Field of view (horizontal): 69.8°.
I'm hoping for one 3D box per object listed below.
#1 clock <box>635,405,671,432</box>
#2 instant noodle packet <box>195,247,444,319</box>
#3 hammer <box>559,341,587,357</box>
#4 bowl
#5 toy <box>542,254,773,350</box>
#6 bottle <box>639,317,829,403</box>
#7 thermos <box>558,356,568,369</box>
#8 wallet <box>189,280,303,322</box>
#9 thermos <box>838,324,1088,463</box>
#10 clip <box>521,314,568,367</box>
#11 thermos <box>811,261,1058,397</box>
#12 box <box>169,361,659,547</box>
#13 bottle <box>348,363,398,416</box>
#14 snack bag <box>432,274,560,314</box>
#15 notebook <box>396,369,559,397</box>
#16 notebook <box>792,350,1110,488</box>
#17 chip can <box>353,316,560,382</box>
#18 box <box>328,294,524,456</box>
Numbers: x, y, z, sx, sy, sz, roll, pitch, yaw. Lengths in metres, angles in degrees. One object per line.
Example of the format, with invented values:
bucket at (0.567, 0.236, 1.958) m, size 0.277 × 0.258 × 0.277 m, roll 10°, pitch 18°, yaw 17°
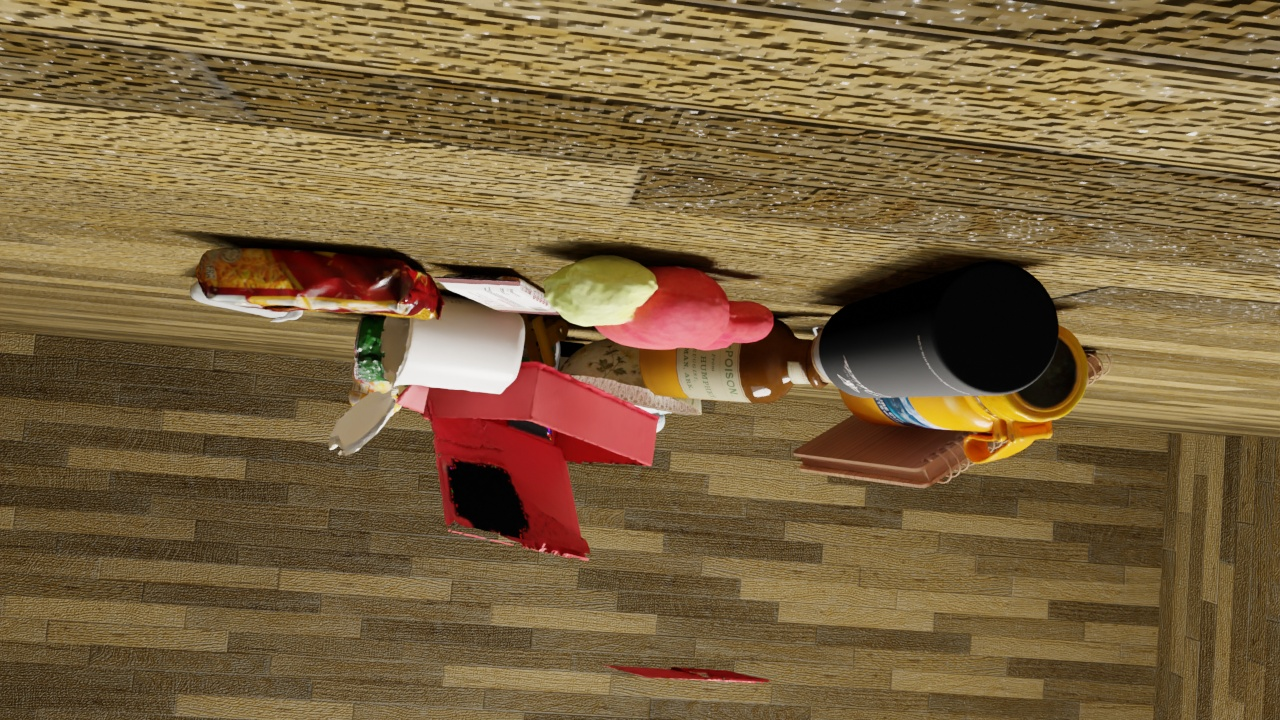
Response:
clock at (0.006, 0.031, 1.002) m, size 0.057 × 0.083 × 0.118 m, roll -12°, pitch 132°, yaw 4°
instant noodle packet at (-0.199, -0.047, 0.581) m, size 0.135 × 0.039 × 0.098 m, roll 3°, pitch 176°, yaw 1°
hammer at (-0.079, -0.012, 1.116) m, size 0.324 × 0.029 × 0.127 m, roll 5°, pitch 177°, yaw 9°
bowl at (-0.005, 0.005, 0.874) m, size 0.145 × 0.063 × 0.145 m, roll 13°, pitch 170°, yaw 2°
toy at (0.012, -0.029, 0.511) m, size 0.135 × 0.045 × 0.092 m, roll 12°, pitch 171°, yaw -30°
bottle at (0.081, -0.001, 0.707) m, size 0.157 × 0.068 × 0.067 m, roll 3°, pitch 176°, yaw 32°
thermos at (-0.075, 0.008, 1.216) m, size 0.224 × 0.052 × 0.052 m, roll 5°, pitch 177°, yaw 3°
wallet at (-0.317, -0.051, 0.746) m, size 0.086 × 0.032 × 0.116 m, roll 9°, pitch 175°, yaw -28°
thermos at (0.220, 0.017, 0.645) m, size 0.076 × 0.091 × 0.233 m, roll -36°, pitch -177°, yaw -9°
clip at (-0.091, -0.023, 0.856) m, size 0.044 × 0.054 × 0.049 m, roll -13°, pitch -159°, yaw 7°
thermos at (0.147, -0.009, 0.526) m, size 0.061 × 0.061 × 0.231 m, roll 5°, pitch 177°, yaw -6°
box at (-0.242, 0.127, 0.954) m, size 0.512 × 0.141 × 0.215 m, roll -19°, pitch 154°, yaw 26°
bottle at (-0.309, 0.011, 1.093) m, size 0.063 × 0.109 × 0.063 m, roll 10°, pitch -179°, yaw 0°
snack bag at (-0.093, -0.046, 0.650) m, size 0.057 × 0.013 × 0.158 m, roll 2°, pitch 177°, yaw 8°
notebook at (-0.149, 0.044, 1.070) m, size 0.225 × 0.024 × 0.167 m, roll -4°, pitch -165°, yaw -34°
notebook at (0.256, 0.043, 0.766) m, size 0.210 × 0.022 × 0.169 m, roll -27°, pitch -169°, yaw -24°
chip can at (-0.203, -0.004, 1.032) m, size 0.223 × 0.075 × 0.075 m, roll 5°, pitch 177°, yaw -4°
box at (-0.172, 0.015, 0.738) m, size 0.137 × 0.143 × 0.083 m, roll 10°, pitch -170°, yaw -32°
